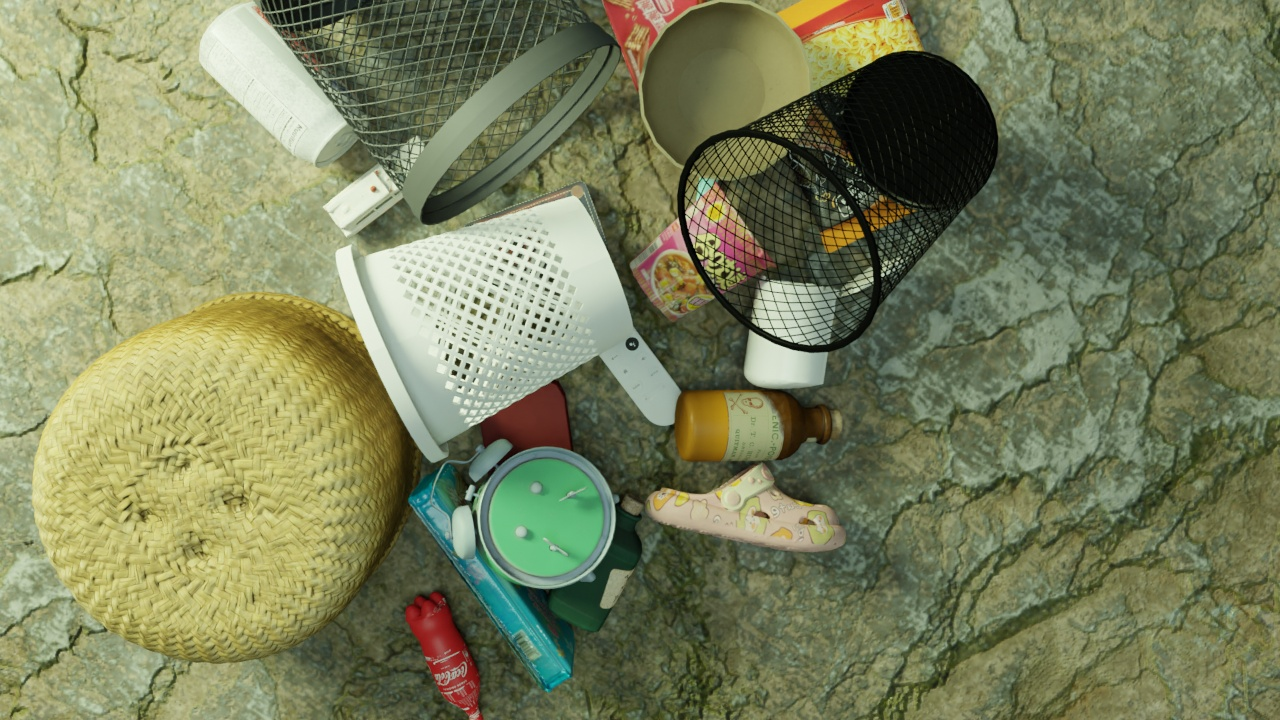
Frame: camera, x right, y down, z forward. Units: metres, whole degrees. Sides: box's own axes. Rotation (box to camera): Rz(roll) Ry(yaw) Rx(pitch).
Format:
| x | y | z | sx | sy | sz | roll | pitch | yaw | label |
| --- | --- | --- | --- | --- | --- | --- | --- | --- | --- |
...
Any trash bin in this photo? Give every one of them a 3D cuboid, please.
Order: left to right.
| x | y | z | sx | sy | sz | roll | pitch | yaw | label |
| --- | --- | --- | --- | --- | --- | --- | --- | --- | --- |
| -0.172 | -0.270 | 0.754 | 0.218 | 0.217 | 0.227 | -41 | 93 | 4 | trash bin |
| -0.124 | -0.042 | 0.791 | 0.199 | 0.195 | 0.195 | -24 | 98 | -7 | trash bin |
| 0.167 | -0.140 | 0.733 | 0.209 | 0.184 | 0.184 | -38 | 99 | -30 | trash bin |

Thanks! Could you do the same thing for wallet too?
| x | y | z | sx | sy | sz | roll | pitch | yaw | label |
| --- | --- | --- | --- | --- | --- | --- | --- | --- | --- |
| -0.098 | -0.117 | 0.871 | 0.123 | 0.019 | 0.072 | -20 | 99 | 1 | wallet |

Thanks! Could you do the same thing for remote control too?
| x | y | z | sx | sy | sz | roll | pitch | yaw | label |
| --- | --- | --- | --- | --- | --- | --- | --- | --- | --- |
| -0.005 | 0.005 | 0.894 | 0.043 | 0.013 | 0.136 | -36 | 98 | 4 | remote control |

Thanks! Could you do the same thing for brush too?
| x | y | z | sx | sy | sz | roll | pitch | yaw | label |
| --- | --- | --- | --- | --- | --- | --- | --- | --- | --- |
| -0.105 | 0.098 | 0.891 | 0.082 | 0.042 | 0.173 | -7 | 98 | 0 | brush |

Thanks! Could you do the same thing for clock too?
| x | y | z | sx | sy | sz | roll | pitch | yaw | label |
| --- | --- | --- | --- | --- | --- | --- | --- | --- | --- |
| -0.105 | 0.134 | 0.814 | 0.161 | 0.075 | 0.121 | 22 | 72 | -13 | clock |

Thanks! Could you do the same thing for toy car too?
| x | y | z | sx | sy | sz | roll | pitch | yaw | label |
| --- | --- | --- | --- | --- | --- | --- | --- | --- | --- |
| -0.241 | -0.161 | 0.851 | 0.113 | 0.039 | 0.039 | -36 | 97 | 4 | toy car |

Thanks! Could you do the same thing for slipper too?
| x | y | z | sx | sy | sz | roll | pitch | yaw | label |
| --- | --- | --- | --- | --- | --- | --- | --- | --- | --- |
| 0.105 | 0.135 | 0.881 | 0.197 | 0.093 | 0.081 | 11 | 80 | -7 | slipper |

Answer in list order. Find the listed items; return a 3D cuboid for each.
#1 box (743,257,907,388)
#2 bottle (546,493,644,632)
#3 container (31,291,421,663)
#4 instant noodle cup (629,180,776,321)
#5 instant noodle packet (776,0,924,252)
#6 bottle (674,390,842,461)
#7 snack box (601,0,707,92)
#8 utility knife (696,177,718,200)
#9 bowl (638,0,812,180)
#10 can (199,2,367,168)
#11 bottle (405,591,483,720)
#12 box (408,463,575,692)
| x | y | z | sx | sy | sz | roll | pitch | yaw | label |
| --- | --- | --- | --- | --- | --- | --- | --- | --- | --- |
| 0.173 | -0.039 | 0.862 | 0.141 | 0.083 | 0.140 | 6 | 97 | 3 | box |
| -0.036 | 0.191 | 0.896 | 0.061 | 0.061 | 0.131 | 28 | 97 | -3 | bottle |
| -0.354 | 0.100 | 0.810 | 0.307 | 0.196 | 0.307 | 0 | 98 | -3 | container |
| 0.053 | -0.094 | 0.846 | 0.109 | 0.097 | 0.097 | -35 | 98 | 12 | instant noodle cup |
| 0.202 | -0.234 | 0.854 | 0.160 | 0.032 | 0.221 | -26 | 98 | 5 | instant noodle packet |
| 0.115 | 0.062 | 0.876 | 0.157 | 0.068 | 0.068 | 0 | 98 | -11 | bottle |
| 0.014 | -0.326 | 0.842 | 0.089 | 0.021 | 0.133 | -22 | 99 | 2 | snack box |
| 0.067 | -0.186 | 0.868 | 0.022 | 0.015 | 0.126 | 11 | 100 | -1 | utility knife |
| 0.074 | -0.240 | 0.821 | 0.152 | 0.050 | 0.152 | 0 | 105 | 0 | bowl |
| -0.316 | -0.244 | 0.817 | 0.078 | 0.078 | 0.136 | -45 | 97 | 5 | can |
| -0.191 | 0.301 | 0.918 | 0.042 | 0.042 | 0.141 | -22 | 98 | 2 | bottle |
| -0.140 | 0.206 | 0.879 | 0.041 | 0.094 | 0.227 | -34 | 98 | 2 | box |
